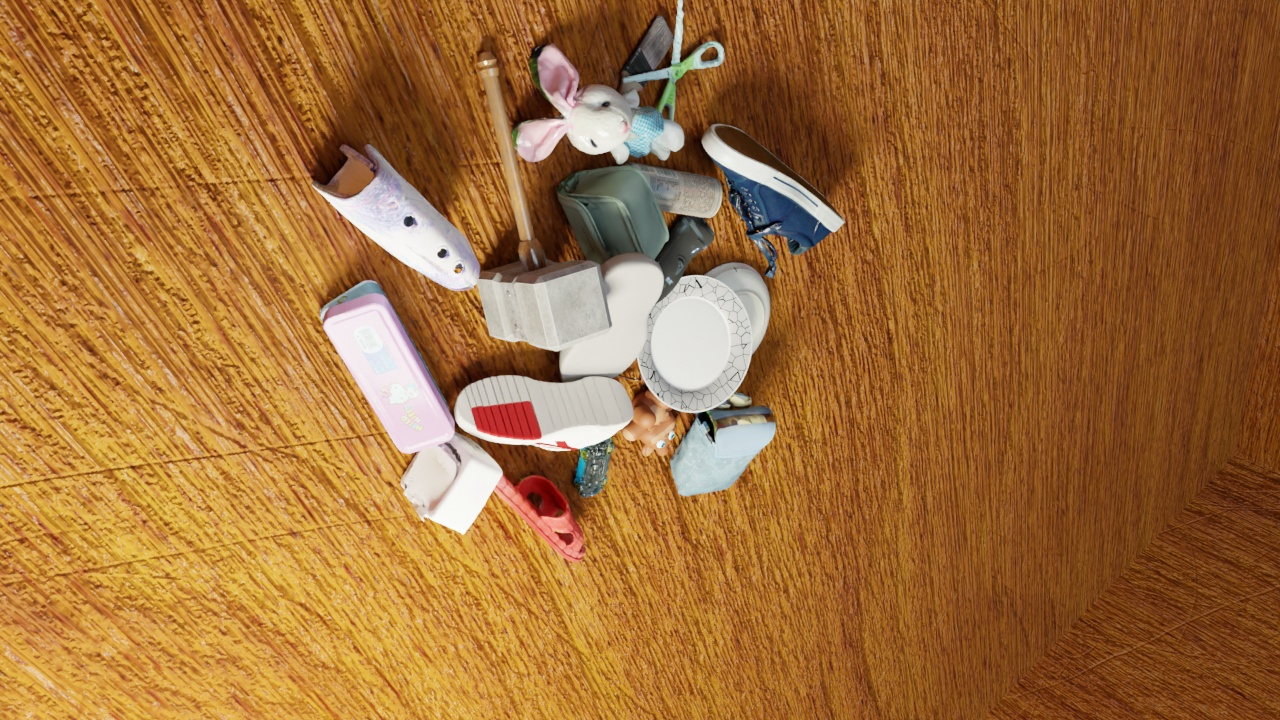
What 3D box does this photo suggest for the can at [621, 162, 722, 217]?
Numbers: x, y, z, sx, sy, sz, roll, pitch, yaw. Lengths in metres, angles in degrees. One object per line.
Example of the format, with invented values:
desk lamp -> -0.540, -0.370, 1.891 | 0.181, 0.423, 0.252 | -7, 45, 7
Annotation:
can -> 0.034, -0.215, 1.160 | 0.135, 0.054, 0.054 | 3, 111, -32

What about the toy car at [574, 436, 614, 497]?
toy car -> -0.069, 0.145, 1.296 | 0.048, 0.032, 0.105 | -13, 125, -35

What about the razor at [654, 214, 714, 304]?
razor -> 0.050, -0.134, 1.215 | 0.053, 0.064, 0.140 | 44, 71, -37

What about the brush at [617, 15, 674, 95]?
brush -> -0.008, -0.339, 1.100 | 0.039, 0.012, 0.151 | 32, 92, -45

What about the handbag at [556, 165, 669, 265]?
handbag -> -0.035, -0.165, 1.109 | 0.067, 0.106, 0.122 | -62, 142, -35

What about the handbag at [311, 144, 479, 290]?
handbag -> -0.241, -0.145, 0.935 | 0.069, 0.126, 0.158 | -52, 133, -8

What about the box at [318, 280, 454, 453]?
box -> -0.283, 0.014, 1.040 | 0.078, 0.065, 0.214 | -26, 129, -9

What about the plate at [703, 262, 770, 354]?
plate -> 0.129, -0.053, 1.350 | 0.182, 0.034, 0.182 | -18, 123, -31

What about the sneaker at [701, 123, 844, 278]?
sneaker -> 0.161, -0.214, 1.259 | 0.127, 0.120, 0.294 | -44, 140, 19

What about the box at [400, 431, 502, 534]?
box -> -0.243, 0.137, 1.100 | 0.091, 0.107, 0.102 | 36, 88, -41

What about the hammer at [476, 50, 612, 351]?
hammer -> -0.135, -0.178, 1.015 | 0.082, 0.163, 0.318 | -21, 108, -30

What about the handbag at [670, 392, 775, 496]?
handbag -> 0.115, 0.117, 1.372 | 0.121, 0.118, 0.192 | -6, 148, -23

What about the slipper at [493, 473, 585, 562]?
slipper -> -0.131, 0.191, 1.220 | 0.059, 0.103, 0.249 | -45, 136, -7

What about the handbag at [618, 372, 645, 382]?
handbag -> -0.008, 0.007, 1.280 | 0.119, 0.029, 0.055 | 3, 108, -35

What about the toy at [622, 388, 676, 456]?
toy -> 0.022, 0.096, 1.324 | 0.094, 0.065, 0.128 | -39, 137, -19

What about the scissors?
scissors -> 0.042, -0.355, 1.122 | 0.172, 0.021, 0.172 | -20, 134, -34

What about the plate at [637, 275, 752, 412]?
plate -> 0.073, -0.023, 1.272 | 0.188, 0.016, 0.188 | -2, 95, -29

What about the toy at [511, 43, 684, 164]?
toy -> -0.032, -0.263, 1.046 | 0.205, 0.105, 0.131 | 9, 110, -34

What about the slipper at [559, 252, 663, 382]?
slipper -> -0.046, -0.064, 1.134 | 0.112, 0.080, 0.267 | -13, 154, -20

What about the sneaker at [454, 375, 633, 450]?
sneaker -> -0.132, 0.080, 1.174 | 0.236, 0.090, 0.105 | -4, 151, -34
